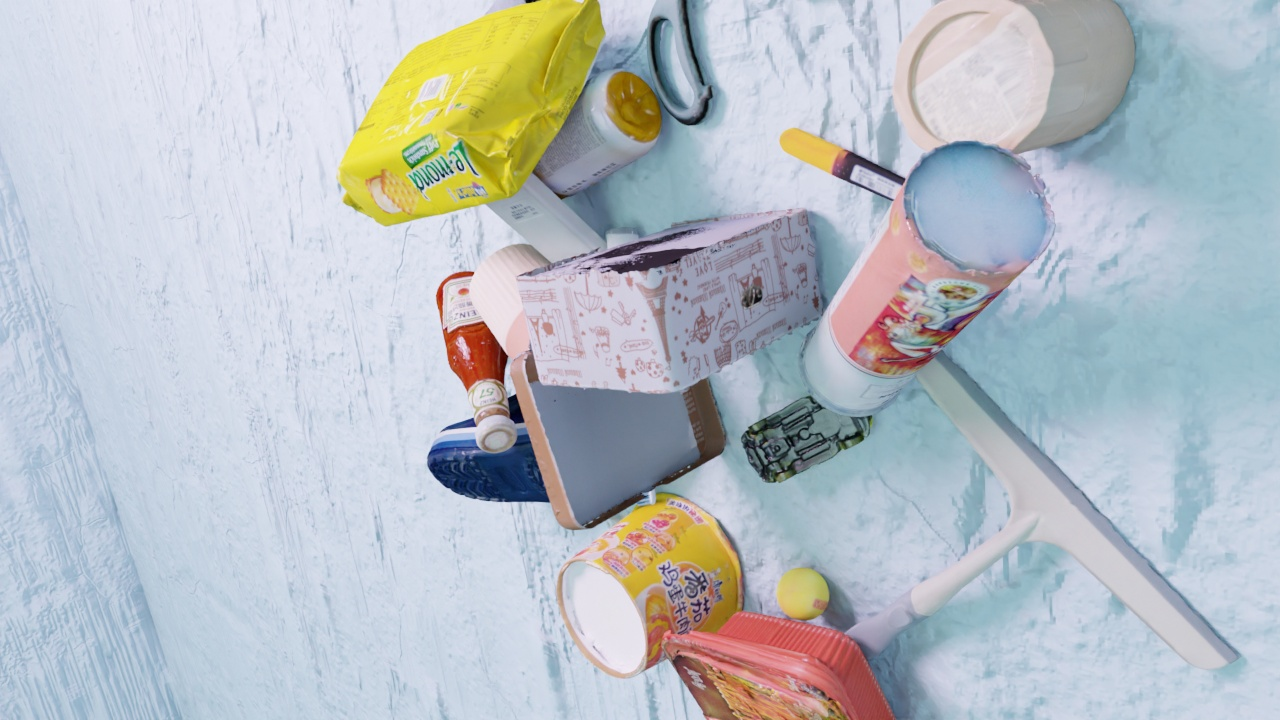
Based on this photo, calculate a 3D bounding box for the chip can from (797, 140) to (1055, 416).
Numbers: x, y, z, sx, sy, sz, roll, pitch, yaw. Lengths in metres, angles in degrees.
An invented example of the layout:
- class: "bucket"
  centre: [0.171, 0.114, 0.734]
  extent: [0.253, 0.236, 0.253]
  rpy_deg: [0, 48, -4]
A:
- class: "chip can"
  centre: [0.144, -0.033, 0.504]
  extent: [0.071, 0.071, 0.215]
  rpy_deg: [53, 166, 15]

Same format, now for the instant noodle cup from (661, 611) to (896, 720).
- class: "instant noodle cup"
  centre: [0.116, 0.262, 0.700]
  extent: [0.165, 0.078, 0.189]
  rpy_deg: [-1, 127, 45]

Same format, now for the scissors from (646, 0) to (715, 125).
- class: "scissors"
  centre: [0.050, -0.239, 0.623]
  extent: [0.170, 0.019, 0.179]
  rpy_deg: [31, 128, 31]

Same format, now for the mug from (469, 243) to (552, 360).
- class: "mug"
  centre: [-0.086, -0.032, 0.804]
  extent: [0.106, 0.081, 0.114]
  rpy_deg: [50, 172, 32]

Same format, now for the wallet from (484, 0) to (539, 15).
- class: "wallet"
  centre: [-0.099, -0.243, 0.772]
  extent: [0.097, 0.019, 0.121]
  rpy_deg: [-25, 90, 49]

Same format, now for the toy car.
- class: "toy car"
  centre: [0.122, 0.051, 0.664]
  extent: [0.105, 0.032, 0.048]
  rpy_deg: [-34, 81, 36]

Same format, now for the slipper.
- class: "slipper"
  centre: [-0.080, 0.074, 0.836]
  extent: [0.253, 0.095, 0.105]
  rpy_deg: [-10, 138, 29]

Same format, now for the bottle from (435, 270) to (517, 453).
- class: "bottle"
  centre: [-0.146, -0.001, 0.828]
  extent: [0.205, 0.059, 0.060]
  rpy_deg: [-112, 33, -45]

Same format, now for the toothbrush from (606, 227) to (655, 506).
- class: "toothbrush"
  centre: [-0.004, 0.004, 0.730]
  extent: [0.027, 0.026, 0.221]
  rpy_deg: [154, 111, -76]

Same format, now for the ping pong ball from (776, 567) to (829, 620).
- class: "ping pong ball"
  centre: [0.125, 0.180, 0.708]
  extent: [0.040, 0.040, 0.040]
  rpy_deg: [20, 120, 39]

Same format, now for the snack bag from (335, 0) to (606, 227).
- class: "snack bag"
  centre: [-0.141, -0.192, 0.710]
  extent: [0.247, 0.157, 0.068]
  rpy_deg: [1, 151, 47]

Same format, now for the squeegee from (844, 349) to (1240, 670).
- class: "squeegee"
  centre: [0.200, 0.156, 0.624]
  extent: [0.246, 0.039, 0.247]
  rpy_deg: [51, 135, 17]

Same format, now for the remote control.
- class: "remote control"
  centre: [-0.074, -0.110, 0.741]
  extent: [0.056, 0.019, 0.135]
  rpy_deg: [-8, 142, 45]

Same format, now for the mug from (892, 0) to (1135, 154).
- class: "mug"
  centre: [0.179, -0.163, 0.461]
  extent: [0.084, 0.103, 0.124]
  rpy_deg: [-24, 89, 47]

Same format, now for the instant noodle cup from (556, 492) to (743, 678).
- class: "instant noodle cup"
  centre: [0.002, 0.197, 0.789]
  extent: [0.138, 0.109, 0.138]
  rpy_deg: [19, 118, 40]

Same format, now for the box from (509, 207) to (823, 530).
- class: "box"
  centre: [0.023, 0.012, 0.636]
  extent: [0.157, 0.182, 0.193]
  rpy_deg: [1, 109, 45]

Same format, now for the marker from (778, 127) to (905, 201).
- class: "marker"
  centre: [0.142, -0.120, 0.584]
  extent: [0.124, 0.015, 0.018]
  rpy_deg: [34, 130, 28]

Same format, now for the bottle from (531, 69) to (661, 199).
- class: "bottle"
  centre: [-0.064, -0.165, 0.731]
  extent: [0.190, 0.067, 0.068]
  rpy_deg: [-17, 94, 47]
